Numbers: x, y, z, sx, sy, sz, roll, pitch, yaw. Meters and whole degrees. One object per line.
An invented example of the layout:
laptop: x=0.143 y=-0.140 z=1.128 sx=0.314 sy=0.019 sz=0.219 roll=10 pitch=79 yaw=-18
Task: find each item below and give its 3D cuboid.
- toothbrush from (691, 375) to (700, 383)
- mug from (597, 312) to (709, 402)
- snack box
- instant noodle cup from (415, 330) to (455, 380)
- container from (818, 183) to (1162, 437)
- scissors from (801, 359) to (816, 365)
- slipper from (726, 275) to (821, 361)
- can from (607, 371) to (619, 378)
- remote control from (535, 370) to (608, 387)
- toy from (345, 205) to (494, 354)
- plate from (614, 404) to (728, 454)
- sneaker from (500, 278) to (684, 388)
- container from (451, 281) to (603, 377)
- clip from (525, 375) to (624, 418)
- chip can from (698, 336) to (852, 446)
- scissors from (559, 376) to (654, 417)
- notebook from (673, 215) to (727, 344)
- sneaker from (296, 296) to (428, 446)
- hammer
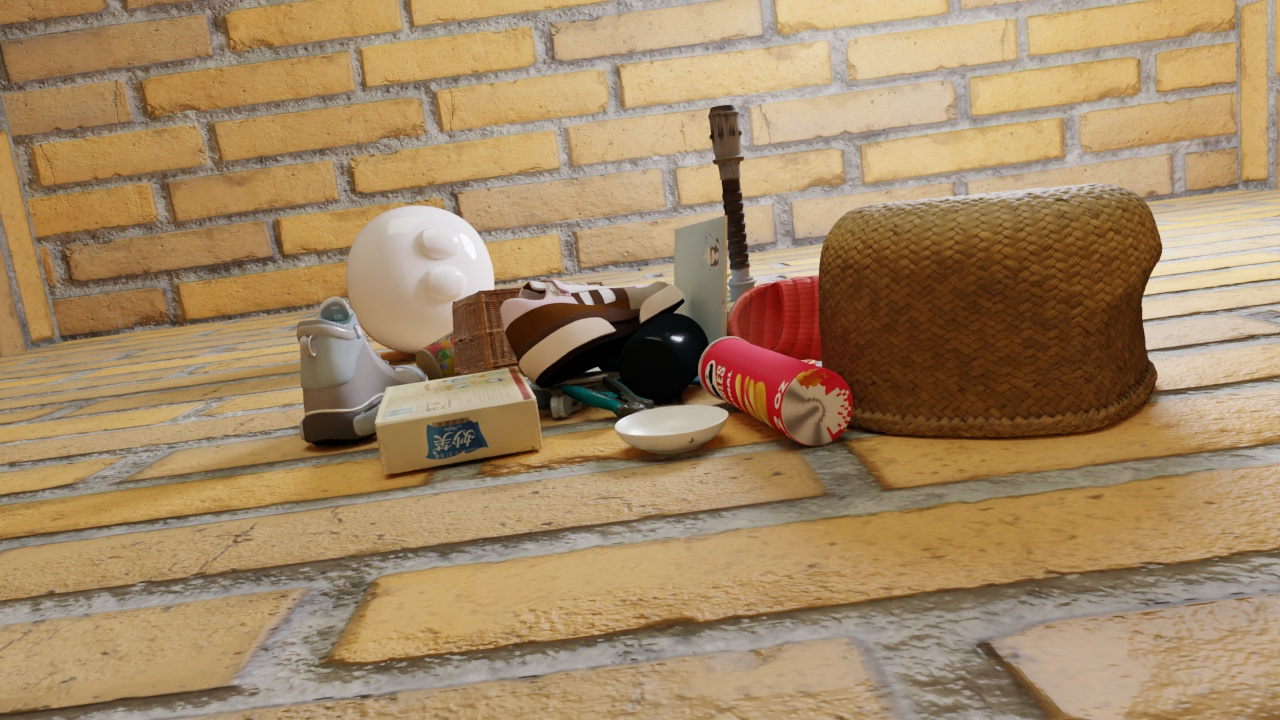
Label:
toothbrush: x=0.091 y=0.019 z=1.068 sx=0.016 sy=0.014 sz=0.167 roll=-33 pitch=21 yaw=-36
mug: x=0.008 y=-0.001 z=1.050 sx=0.122 sy=0.085 sz=0.094 roll=-3 pitch=16 yaw=21
snack box: x=-0.191 y=0.057 z=0.959 sx=0.153 sy=0.055 sz=0.207 roll=-9 pitch=10 yaw=-11
instant noodle cup: x=-0.242 y=-0.004 z=1.257 sx=0.112 sy=0.100 sz=0.100 roll=-24 pitch=18 yaw=-35
container: x=0.314 y=-0.059 z=0.858 sx=0.307 sy=0.196 sz=0.306 roll=-7 pitch=8 yaw=1
scissors: x=0.188 y=0.015 z=1.053 sx=0.131 sy=0.011 sz=0.125 roll=-2 pitch=11 yaw=31
slipper: x=0.226 y=-0.048 z=1.066 sx=0.249 sy=0.103 sz=0.059 roll=1 pitch=-8 yaw=0
can: x=-0.007 y=0.007 z=1.179 sx=0.032 sy=0.031 sz=0.080 roll=0 pitch=12 yaw=36
remote control: x=-0.097 y=0.026 z=1.204 sx=0.147 sy=0.008 sz=0.045 roll=-7 pitch=10 yaw=5
toy: x=-0.395 y=-0.137 z=1.649 sx=0.265 sy=0.262 sz=0.281 roll=-5 pitch=-10 yaw=-29
plate: x=0.029 y=0.066 z=0.837 sx=0.104 sy=0.026 sz=0.104 roll=-7 pitch=11 yaw=1
sneaker: x=-0.062 y=-0.062 z=1.116 sx=0.292 sy=0.116 sz=0.112 roll=-27 pitch=-13 yaw=-50
container: x=-0.141 y=-0.035 z=1.200 sx=0.198 sy=0.112 sz=0.114 roll=-7 pitch=-1 yaw=-31
clip: x=-0.099 y=0.038 z=1.093 sx=0.165 sy=0.031 sz=0.168 roll=-3 pitch=9 yaw=35
chip can: x=0.122 y=0.024 z=0.878 sx=0.069 sy=0.069 sz=0.220 roll=-10 pitch=11 yaw=-13
scissors: x=-0.025 y=0.042 z=0.981 sx=0.151 sy=0.019 sz=0.118 roll=8 pitch=17 yaw=14
notebook: x=0.074 y=-0.087 z=1.185 sx=0.009 sy=0.181 sz=0.253 roll=-1 pitch=5 yaw=-11
sneaker: x=-0.331 y=-0.001 z=1.098 sx=0.093 sy=0.160 sz=0.256 roll=-6 pitch=12 yaw=9
hammer: x=0.123 y=-0.159 z=1.172 sx=0.100 sy=0.325 sz=0.190 roll=-9 pitch=10 yaw=-8
